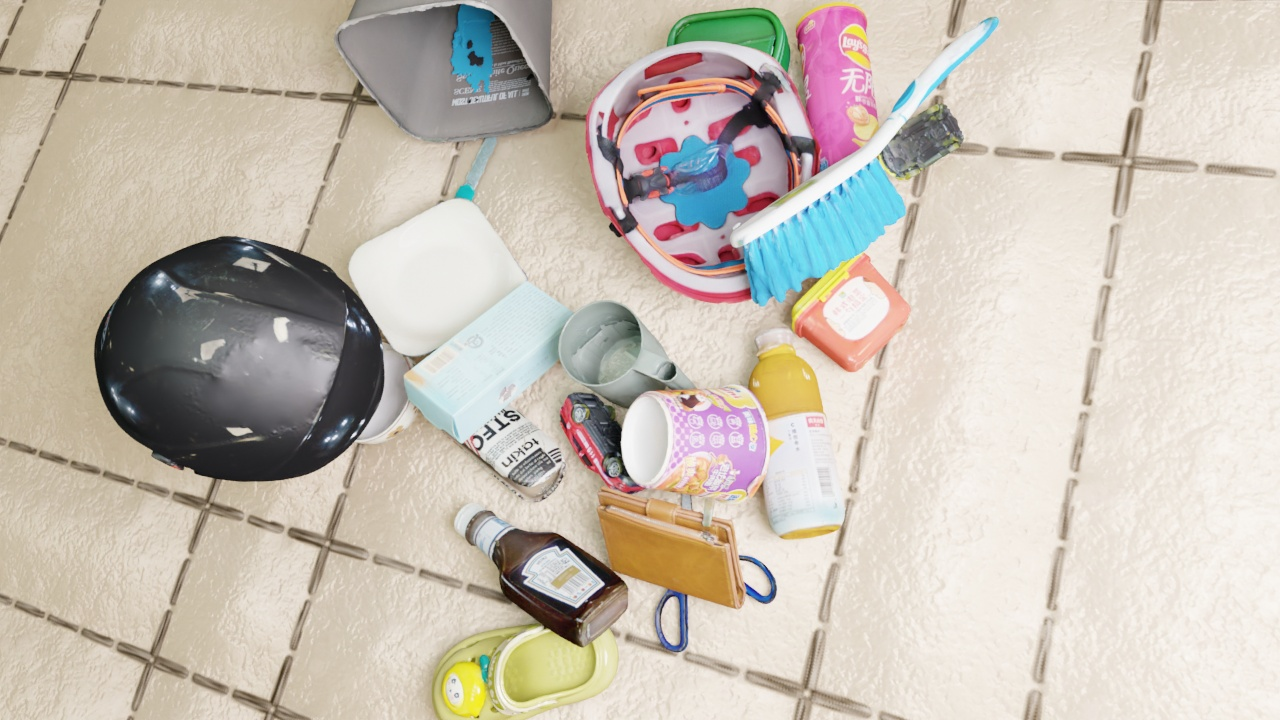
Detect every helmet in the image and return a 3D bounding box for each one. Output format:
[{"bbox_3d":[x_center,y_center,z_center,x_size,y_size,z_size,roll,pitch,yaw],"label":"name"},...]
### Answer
[{"bbox_3d":[-0.383,-0.004,0.880,0.274,0.231,0.233,14,76,-17],"label":"helmet"},{"bbox_3d":[0.063,-0.178,0.891,0.207,0.144,0.240,-18,99,4],"label":"helmet"}]

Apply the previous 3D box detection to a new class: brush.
[{"bbox_3d":[0.210,-0.175,0.809,0.314,0.060,0.109,-33,102,-4],"label":"brush"}]

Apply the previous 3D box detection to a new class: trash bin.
[{"bbox_3d":[-0.198,-0.393,1.027,0.199,0.199,0.219,-3,63,17],"label":"trash bin"}]

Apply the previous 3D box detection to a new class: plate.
[{"bbox_3d":[-0.220,-0.087,1.004,0.163,0.034,0.164,-30,68,-11],"label":"plate"}]

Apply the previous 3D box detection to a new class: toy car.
[{"bbox_3d":[0.261,-0.205,0.869,0.105,0.032,0.048,-33,95,-26],"label":"toy car"},{"bbox_3d":[-0.036,0.083,0.896,0.045,0.052,0.120,-53,56,24],"label":"toy car"}]

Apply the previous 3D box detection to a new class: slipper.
[{"bbox_3d":[-0.116,0.286,0.847,0.191,0.081,0.091,-19,66,10],"label":"slipper"}]

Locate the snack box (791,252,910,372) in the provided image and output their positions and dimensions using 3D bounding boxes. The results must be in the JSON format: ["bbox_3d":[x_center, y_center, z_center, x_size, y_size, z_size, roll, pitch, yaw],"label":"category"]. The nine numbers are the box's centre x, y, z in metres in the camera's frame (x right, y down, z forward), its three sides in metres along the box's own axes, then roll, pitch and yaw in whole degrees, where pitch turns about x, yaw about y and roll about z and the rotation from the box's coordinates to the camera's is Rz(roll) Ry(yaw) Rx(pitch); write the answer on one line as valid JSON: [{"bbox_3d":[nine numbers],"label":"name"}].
[{"bbox_3d":[0.193,-0.042,0.839,0.091,0.082,0.080,-44,75,1],"label":"snack box"}]

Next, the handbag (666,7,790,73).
[{"bbox_3d":[0.091,-0.302,0.965,0.131,0.068,0.120,3,83,19],"label":"handbag"}]

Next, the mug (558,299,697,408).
[{"bbox_3d":[-0.005,0.005,0.880,0.124,0.103,0.083,24,83,23],"label":"mug"}]

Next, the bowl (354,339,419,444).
[{"bbox_3d":[-0.279,0.038,0.989,0.114,0.062,0.113,-6,73,19],"label":"bowl"}]

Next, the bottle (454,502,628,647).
[{"bbox_3d":[-0.103,0.195,0.876,0.195,0.044,0.079,26,42,33],"label":"bottle"}]

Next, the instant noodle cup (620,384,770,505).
[{"bbox_3d":[0.044,0.072,0.819,0.112,0.099,0.111,-18,69,55],"label":"instant noodle cup"}]

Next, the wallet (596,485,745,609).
[{"bbox_3d":[0.024,0.162,0.807,0.131,0.119,0.035,12,40,27],"label":"wallet"}]

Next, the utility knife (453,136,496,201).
[{"bbox_3d":[-0.215,-0.167,1.056,0.029,0.013,0.221,19,80,23],"label":"utility knife"}]

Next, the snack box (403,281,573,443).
[{"bbox_3d":[-0.146,-0.001,0.923,0.074,0.052,0.174,35,61,24],"label":"snack box"}]

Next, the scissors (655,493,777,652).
[{"bbox_3d":[0.049,0.189,0.855,0.176,0.012,0.162,16,79,25],"label":"scissors"}]

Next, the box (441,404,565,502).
[{"bbox_3d":[-0.143,0.083,0.942,0.163,0.081,0.074,32,57,27],"label":"box"}]

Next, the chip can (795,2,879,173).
[{"bbox_3d":[0.197,-0.242,0.901,0.071,0.071,0.210,-8,71,17],"label":"chip can"}]

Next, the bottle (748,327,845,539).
[{"bbox_3d":[0.136,0.064,0.831,0.068,0.068,0.189,-13,70,15],"label":"bottle"}]
